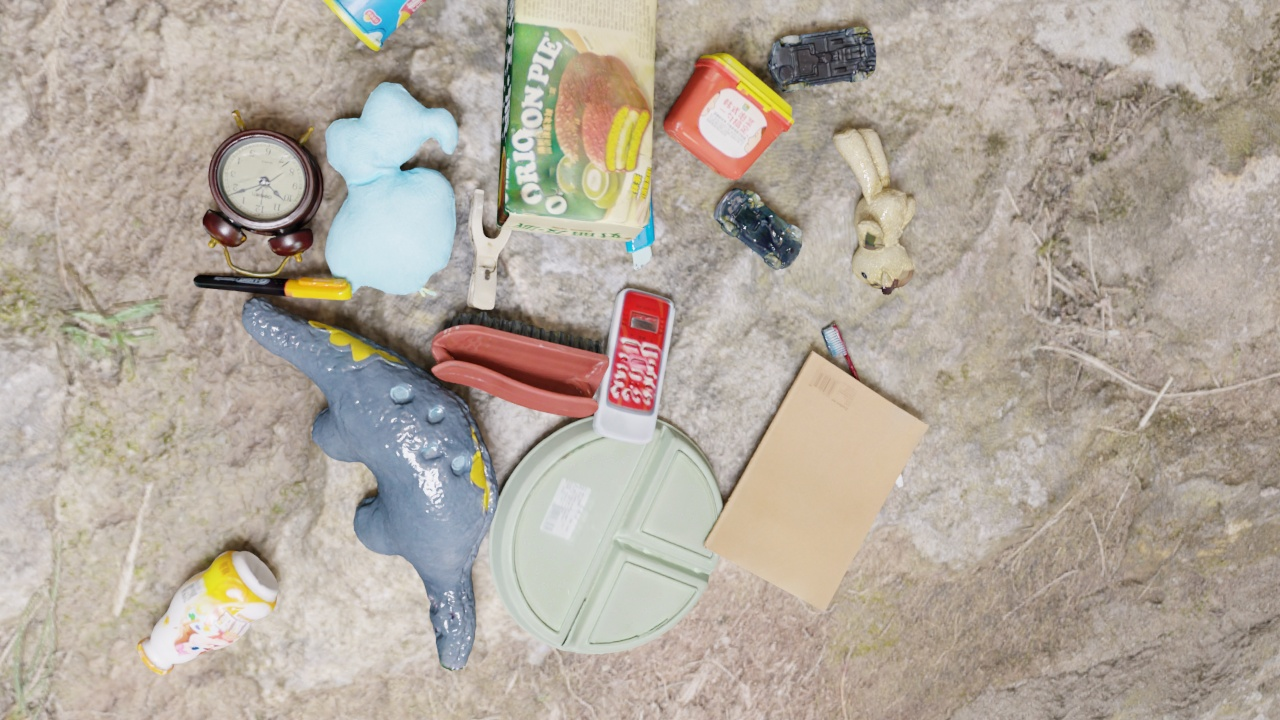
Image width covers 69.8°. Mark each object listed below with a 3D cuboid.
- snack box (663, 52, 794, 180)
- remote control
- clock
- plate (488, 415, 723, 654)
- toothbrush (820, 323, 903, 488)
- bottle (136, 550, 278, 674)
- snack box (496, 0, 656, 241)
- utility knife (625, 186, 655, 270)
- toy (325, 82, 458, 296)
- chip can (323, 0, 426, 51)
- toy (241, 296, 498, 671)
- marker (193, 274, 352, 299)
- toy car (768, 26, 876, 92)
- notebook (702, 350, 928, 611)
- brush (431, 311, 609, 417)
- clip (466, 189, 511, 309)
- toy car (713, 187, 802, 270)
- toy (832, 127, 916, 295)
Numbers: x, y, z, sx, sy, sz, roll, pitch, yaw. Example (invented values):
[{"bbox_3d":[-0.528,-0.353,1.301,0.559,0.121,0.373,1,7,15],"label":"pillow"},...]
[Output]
[{"bbox_3d":[0.072,-0.207,0.787,0.091,0.082,0.080,35,98,-17],"label":"snack box"},{"bbox_3d":[-0.005,0.005,0.810,0.056,0.020,0.135,15,76,-18],"label":"remote control"},{"bbox_3d":[-0.292,-0.126,0.711,0.082,0.055,0.122,9,94,-17],"label":"clock"},{"bbox_3d":[-0.023,0.162,0.834,0.230,0.027,0.230,-3,99,-22],"label":"plate"},{"bbox_3d":[0.220,0.048,0.902,0.017,0.016,0.187,-27,105,-2],"label":"toothbrush"},{"bbox_3d":[-0.352,0.206,0.746,0.108,0.063,0.063,-39,107,-6],"label":"bottle"},{"bbox_3d":[-0.050,-0.220,0.729,0.114,0.063,0.240,3,83,-16],"label":"snack box"},{"bbox_3d":[-0.007,-0.160,0.804,0.034,0.018,0.161,-9,103,-11],"label":"utility knife"},{"bbox_3d":[-0.199,-0.126,0.737,0.161,0.049,0.156,-35,97,6],"label":"toy"},{"bbox_3d":[-0.148,-0.331,0.687,0.210,0.071,0.071,-40,107,7],"label":"chip can"},{"bbox_3d":[-0.192,0.091,0.758,0.138,0.091,0.356,-23,102,2],"label":"toy"},{"bbox_3d":[-0.292,-0.060,0.728,0.124,0.018,0.015,4,124,0],"label":"marker"},{"bbox_3d":[0.162,-0.270,0.824,0.105,0.031,0.049,-13,101,-15],"label":"toy car"},{"bbox_3d":[0.170,0.117,0.878,0.149,0.012,0.211,31,87,-18],"label":"notebook"},{"bbox_3d":[-0.103,0.005,0.770,0.145,0.069,0.063,15,131,-16],"label":"brush"},{"bbox_3d":[-0.129,-0.092,0.771,0.034,0.070,0.100,5,91,-17],"label":"clip"},{"bbox_3d":[0.107,-0.119,0.833,0.090,0.034,0.043,33,87,-20],"label":"toy car"},{"bbox_3d":[0.215,-0.140,0.851,0.104,0.066,0.157,-29,106,-53],"label":"toy"}]
